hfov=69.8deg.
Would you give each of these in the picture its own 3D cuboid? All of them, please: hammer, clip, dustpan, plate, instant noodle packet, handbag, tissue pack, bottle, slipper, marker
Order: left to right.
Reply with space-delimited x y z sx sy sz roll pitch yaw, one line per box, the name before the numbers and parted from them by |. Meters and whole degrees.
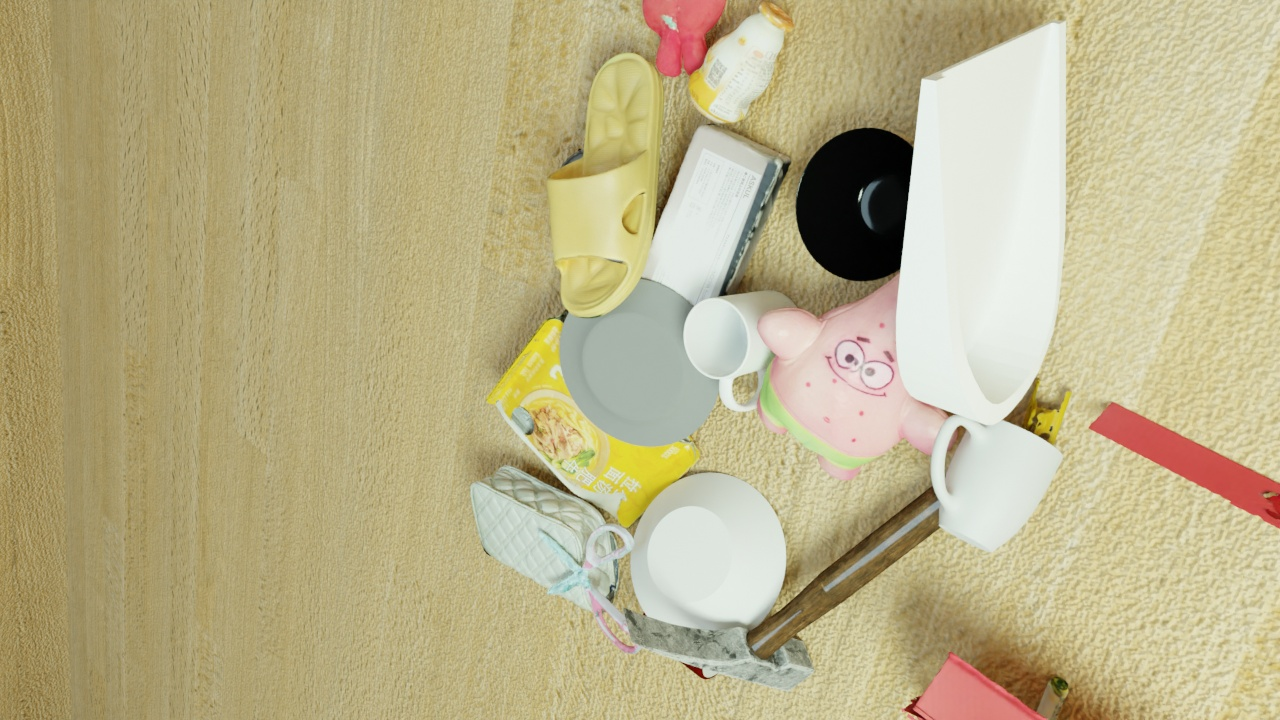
handbag | -0.112 0.209 1.092 0.195 0.072 0.139 19 127 38
instant noodle packet | -0.049 0.067 1.020 0.221 0.084 0.163 48 128 11
slipper | -0.038 -0.173 0.887 0.100 0.078 0.263 6 85 35
plate | -0.006 0.005 0.923 0.179 0.012 0.178 8 111 23
plate | 0.056 0.195 0.917 0.174 0.036 0.173 -10 69 28
tissue pack | 0.067 -0.132 0.887 0.104 0.071 0.182 29 120 17
bottle | 0.092 -0.270 0.831 0.063 0.063 0.109 55 128 19
hammer | 0.153 0.181 0.798 0.301 0.217 0.037 -46 38 24
dustpan | 0.250 -0.081 0.634 0.053 0.191 0.258 23 130 36
marker | 0.326 0.327 0.767 0.017 0.017 0.147 27 114 35
clip | 0.313 0.046 0.713 0.046 0.048 0.054 -100 20 -70

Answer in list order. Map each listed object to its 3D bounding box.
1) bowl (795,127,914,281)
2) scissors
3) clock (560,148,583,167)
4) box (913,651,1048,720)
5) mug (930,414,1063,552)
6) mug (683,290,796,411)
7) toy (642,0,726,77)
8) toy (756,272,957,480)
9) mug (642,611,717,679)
bowl | 0.198 -0.130 0.771 0.124 0.052 0.124 9 104 40
scissors | -0.048 0.228 0.975 0.170 0.013 0.176 43 129 24
clock | -0.037 -0.165 0.970 0.148 0.056 0.104 30 114 36
box | 0.266 0.414 0.717 0.213 0.147 0.375 34 115 31
mug | 0.258 0.090 0.703 0.089 0.107 0.071 -60 25 -5
mug | 0.097 -0.007 0.857 0.074 0.090 0.110 5 101 41
toy | 0.042 -0.337 0.874 0.092 0.045 0.135 0 94 38
toy | 0.186 0.008 0.771 0.192 0.096 0.237 33 129 2
mug | 0.060 0.263 0.955 0.082 0.073 0.106 28 107 35
